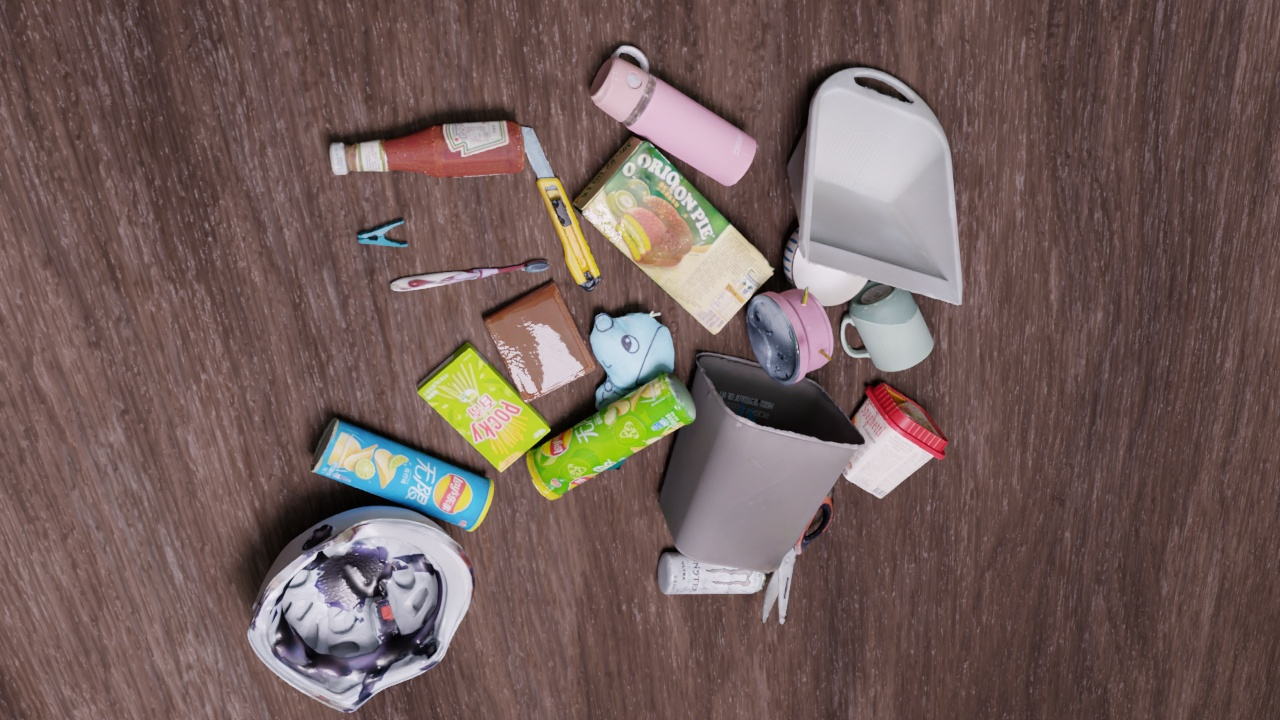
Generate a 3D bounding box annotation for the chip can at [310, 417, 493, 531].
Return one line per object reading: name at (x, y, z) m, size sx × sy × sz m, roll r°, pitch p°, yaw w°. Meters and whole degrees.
chip can at (-0.288, 0.140, 1.120) m, size 0.210 × 0.071 × 0.071 m, roll 27°, pitch 101°, yaw -23°

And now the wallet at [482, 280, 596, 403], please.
wallet at (-0.122, -0.021, 1.122) m, size 0.101 × 0.032 × 0.124 m, roll -27°, pitch 104°, yaw -5°

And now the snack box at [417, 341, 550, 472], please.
snack box at (-0.193, 0.060, 1.142) m, size 0.086 × 0.026 × 0.156 m, roll -39°, pitch 116°, yaw 2°

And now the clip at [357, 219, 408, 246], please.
clip at (-0.293, -0.142, 1.041) m, size 0.055 × 0.013 × 0.034 m, roll -12°, pitch 112°, yaw -11°

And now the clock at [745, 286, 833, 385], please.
clock at (0.179, -0.031, 1.145) m, size 0.059 × 0.159 × 0.117 m, roll -19°, pitch 90°, yaw -20°

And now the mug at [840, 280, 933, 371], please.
mug at (0.320, -0.047, 1.229) m, size 0.112 × 0.082 × 0.106 m, roll -20°, pitch 120°, yaw 26°

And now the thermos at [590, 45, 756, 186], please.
thermos at (0.040, -0.285, 1.062) m, size 0.198 × 0.067 × 0.087 m, roll 26°, pitch 69°, yaw -22°

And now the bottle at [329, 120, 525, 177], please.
bottle at (-0.231, -0.227, 1.002) m, size 0.206 × 0.059 × 0.060 m, roll -7°, pitch 112°, yaw -11°

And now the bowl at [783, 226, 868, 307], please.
bowl at (0.232, -0.132, 1.171) m, size 0.116 × 0.066 × 0.116 m, roll -6°, pitch 113°, yaw -15°

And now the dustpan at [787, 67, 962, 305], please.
dustpan at (0.287, -0.222, 1.085) m, size 0.222 × 0.257 × 0.143 m, roll 12°, pitch 130°, yaw -20°

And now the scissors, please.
scissors at (0.222, 0.266, 1.316) m, size 0.213 × 0.015 × 0.197 m, roll -31°, pitch 105°, yaw -23°

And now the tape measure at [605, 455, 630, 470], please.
tape measure at (-0.042, 0.118, 1.210) m, size 0.058 × 0.025 × 0.054 m, roll 38°, pitch 95°, yaw -25°

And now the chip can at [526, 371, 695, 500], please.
chip can at (-0.036, 0.093, 1.146) m, size 0.221 × 0.072 × 0.072 m, roll -31°, pitch 117°, yaw 14°

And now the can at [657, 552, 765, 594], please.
can at (0.100, 0.302, 1.305) m, size 0.146 × 0.058 × 0.058 m, roll 4°, pitch 109°, yaw -18°

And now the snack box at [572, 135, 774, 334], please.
snack box at (0.042, -0.148, 1.110) m, size 0.240 × 0.063 × 0.114 m, roll 40°, pitch 95°, yaw -25°

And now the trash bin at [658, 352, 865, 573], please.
trash bin at (0.138, 0.135, 1.188) m, size 0.199 × 0.198 × 0.220 m, roll 13°, pitch 113°, yaw -19°

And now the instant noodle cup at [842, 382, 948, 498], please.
instant noodle cup at (0.340, 0.115, 1.280) m, size 0.116 × 0.116 × 0.124 m, roll 30°, pitch 111°, yaw -24°

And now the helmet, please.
helmet at (-0.336, 0.275, 1.117) m, size 0.258 × 0.146 × 0.229 m, roll -41°, pitch 117°, yaw -4°

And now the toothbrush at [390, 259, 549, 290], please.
toothbrush at (-0.199, -0.100, 1.083) m, size 0.187 × 0.017 × 0.016 m, roll -10°, pitch 112°, yaw -14°

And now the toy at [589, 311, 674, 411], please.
toy at (-0.007, 0.007, 1.163) m, size 0.161 × 0.049 × 0.156 m, roll 30°, pitch 107°, yaw -21°

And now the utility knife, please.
utility knife at (-0.097, -0.176, 1.084) m, size 0.033 × 0.015 × 0.218 m, roll -27°, pitch 115°, yaw -8°
